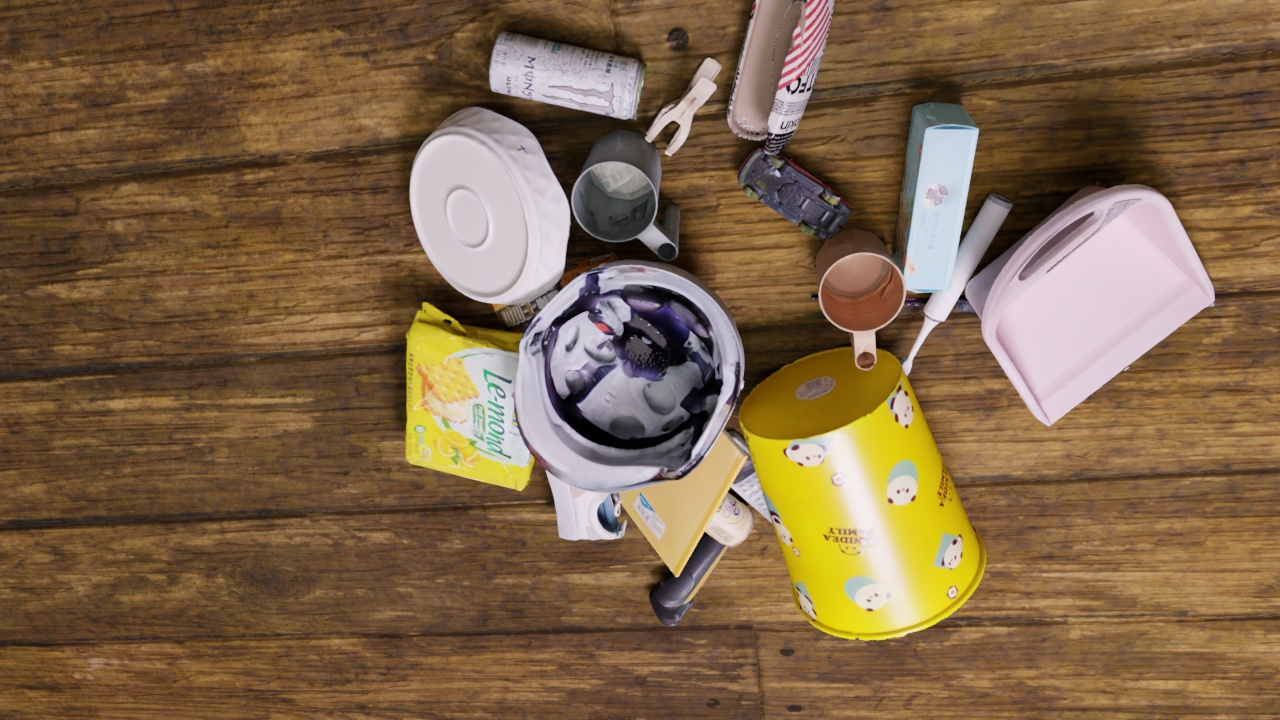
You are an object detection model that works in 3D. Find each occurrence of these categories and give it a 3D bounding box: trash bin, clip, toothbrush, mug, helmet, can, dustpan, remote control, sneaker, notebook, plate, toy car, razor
[{"bbox_3d":[0.239,0.139,1.032,0.230,0.229,0.255,-18,113,17],"label":"trash bin"},{"bbox_3d":[0.044,-0.245,0.903,0.034,0.065,0.099,33,131,-14],"label":"clip"},{"bbox_3d":[0.283,-0.064,1.012,0.189,0.014,0.018,2,119,6],"label":"toothbrush"},{"bbox_3d":[0.226,-0.067,0.953,0.084,0.103,0.125,-6,112,10],"label":"mug"},{"bbox_3d":[-0.006,0.006,0.974,0.229,0.145,0.259,35,117,2],"label":"helmet"},{"bbox_3d":[-0.070,-0.276,0.890,0.147,0.058,0.058,12,123,-1],"label":"can"},{"bbox_3d":[0.448,-0.051,0.909,0.273,0.138,0.223,41,105,-16],"label":"dustpan"},{"bbox_3d":[0.144,0.150,1.159,0.150,0.021,0.058,41,117,-20],"label":"remote control"},{"bbox_3d":[-0.060,0.131,1.128,0.091,0.089,0.243,6,125,12],"label":"sneaker"},{"bbox_3d":[0.328,-0.073,0.978,0.026,0.026,0.221,17,116,-12],"label":"toothbrush"},{"bbox_3d":[0.043,0.141,1.109,0.010,0.146,0.207,-6,132,-39],"label":"notebook"},{"bbox_3d":[-0.007,-0.165,0.927,0.124,0.103,0.084,41,117,-20],"label":"mug"},{"bbox_3d":[0.085,0.184,1.165,0.116,0.058,0.059,38,119,-17],"label":"can"},{"bbox_3d":[-0.162,-0.149,0.935,0.205,0.045,0.205,19,123,31],"label":"plate"},{"bbox_3d":[0.156,-0.172,0.939,0.120,0.045,0.053,32,118,-7],"label":"toy car"},{"bbox_3d":[0.072,0.287,1.243,0.067,0.062,0.168,12,123,-38],"label":"razor"}]

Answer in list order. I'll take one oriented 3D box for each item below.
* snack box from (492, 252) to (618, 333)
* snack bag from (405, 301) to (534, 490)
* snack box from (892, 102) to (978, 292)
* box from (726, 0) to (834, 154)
[{"bbox_3d":[-0.088,-0.068,1.044,0.154,0.026,0.075,-13,119,14],"label":"snack box"},{"bbox_3d":[-0.195,0.046,1.090,0.158,0.068,0.247,14,130,1],"label":"snack bag"},{"bbox_3d":[0.290,-0.161,0.913,0.051,0.074,0.175,2,122,6],"label":"snack box"},{"bbox_3d":[0.127,-0.283,0.867,0.087,0.076,0.163,28,127,24],"label":"box"}]
